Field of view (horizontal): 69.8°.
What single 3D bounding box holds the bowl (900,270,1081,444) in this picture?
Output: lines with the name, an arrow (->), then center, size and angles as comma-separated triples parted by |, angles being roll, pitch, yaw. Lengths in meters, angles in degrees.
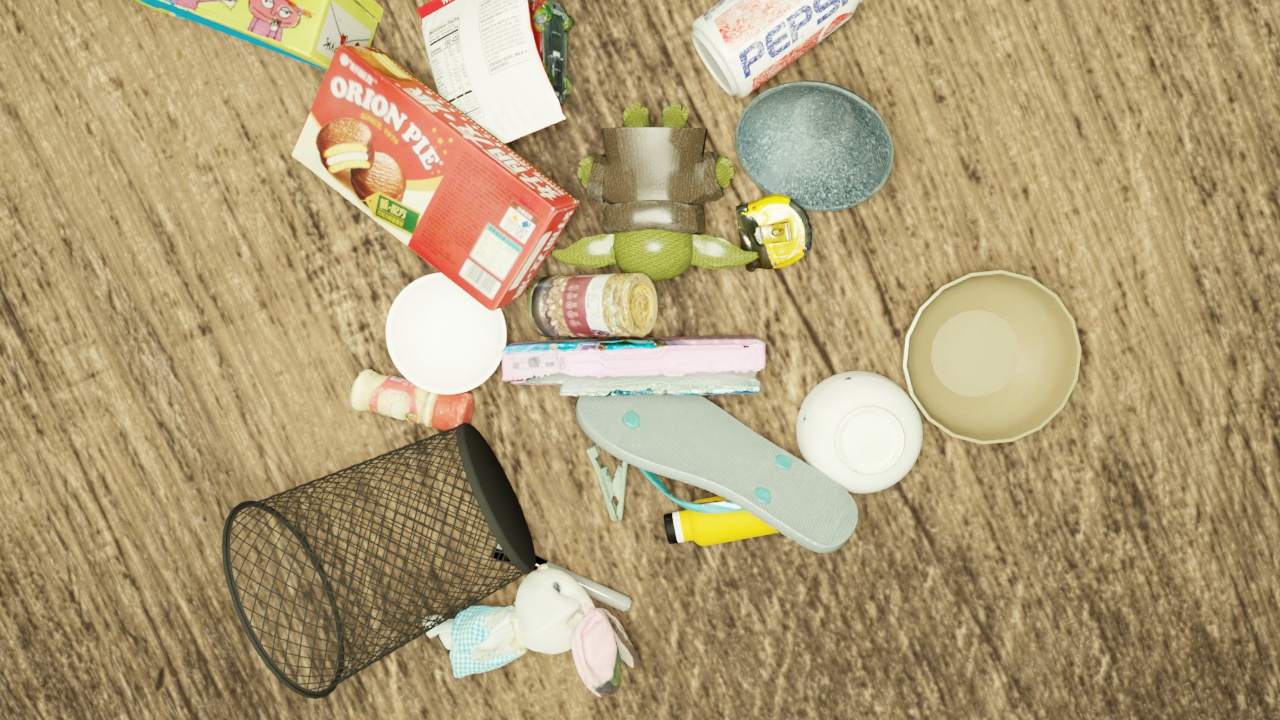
bowl -> 0.307, -0.004, 0.823 | 0.152, 0.050, 0.152 | 0, 96, 3

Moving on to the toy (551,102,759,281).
toy -> 0.013, -0.147, 0.810 | 0.179, 0.078, 0.153 | 1, 103, 6

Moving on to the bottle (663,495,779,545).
bottle -> 0.094, 0.144, 0.852 | 0.144, 0.043, 0.043 | -11, 95, 4

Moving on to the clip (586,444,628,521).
clip -> -0.026, 0.115, 0.866 | 0.059, 0.023, 0.076 | -7, 93, 5

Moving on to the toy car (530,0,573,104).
toy car -> -0.083, -0.275, 0.821 | 0.036, 0.042, 0.091 | 9, 102, 26

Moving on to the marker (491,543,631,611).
marker -> -0.075, 0.207, 0.880 | 0.140, 0.016, 0.016 | 24, 96, 0

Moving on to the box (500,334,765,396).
box -> -0.005, 0.006, 0.823 | 0.230, 0.084, 0.053 | -2, 94, 3

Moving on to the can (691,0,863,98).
can -> 0.117, -0.296, 0.790 | 0.136, 0.078, 0.078 | -36, 93, 6

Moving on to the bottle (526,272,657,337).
bottle -> -0.043, -0.049, 0.813 | 0.105, 0.056, 0.056 | 0, 96, 31

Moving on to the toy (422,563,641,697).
toy -> -0.104, 0.242, 0.854 | 0.206, 0.131, 0.105 | 0, 82, 16

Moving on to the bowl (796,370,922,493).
bowl -> 0.201, 0.067, 0.829 | 0.113, 0.063, 0.113 | 0, 95, 2

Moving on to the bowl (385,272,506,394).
bowl -> -0.175, -0.026, 0.850 | 0.110, 0.040, 0.110 | 0, 95, 3

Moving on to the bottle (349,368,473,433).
bottle -> -0.213, 0.038, 0.858 | 0.109, 0.044, 0.044 | 13, 96, 3

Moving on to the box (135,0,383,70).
box -> -0.352, -0.322, 0.791 | 0.221, 0.124, 0.081 | 22, 96, 3

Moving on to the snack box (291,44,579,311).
snack box -> -0.181, -0.160, 0.801 | 0.236, 0.060, 0.113 | 37, 115, 5

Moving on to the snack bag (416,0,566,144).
snack bag -> -0.136, -0.264, 0.809 | 0.131, 0.039, 0.144 | -12, 96, 34

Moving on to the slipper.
slipper -> 0.067, 0.093, 0.833 | 0.269, 0.055, 0.098 | 25, 53, 9

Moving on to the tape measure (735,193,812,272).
tape measure -> 0.121, -0.116, 0.824 | 0.064, 0.037, 0.065 | -9, 102, 14

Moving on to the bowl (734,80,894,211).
bowl -> 0.155, -0.200, 0.799 | 0.137, 0.137, 0.057 | 23, 56, 0

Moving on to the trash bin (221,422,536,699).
trash bin -> -0.217, 0.164, 0.810 | 0.210, 0.184, 0.184 | -25, 94, -1
